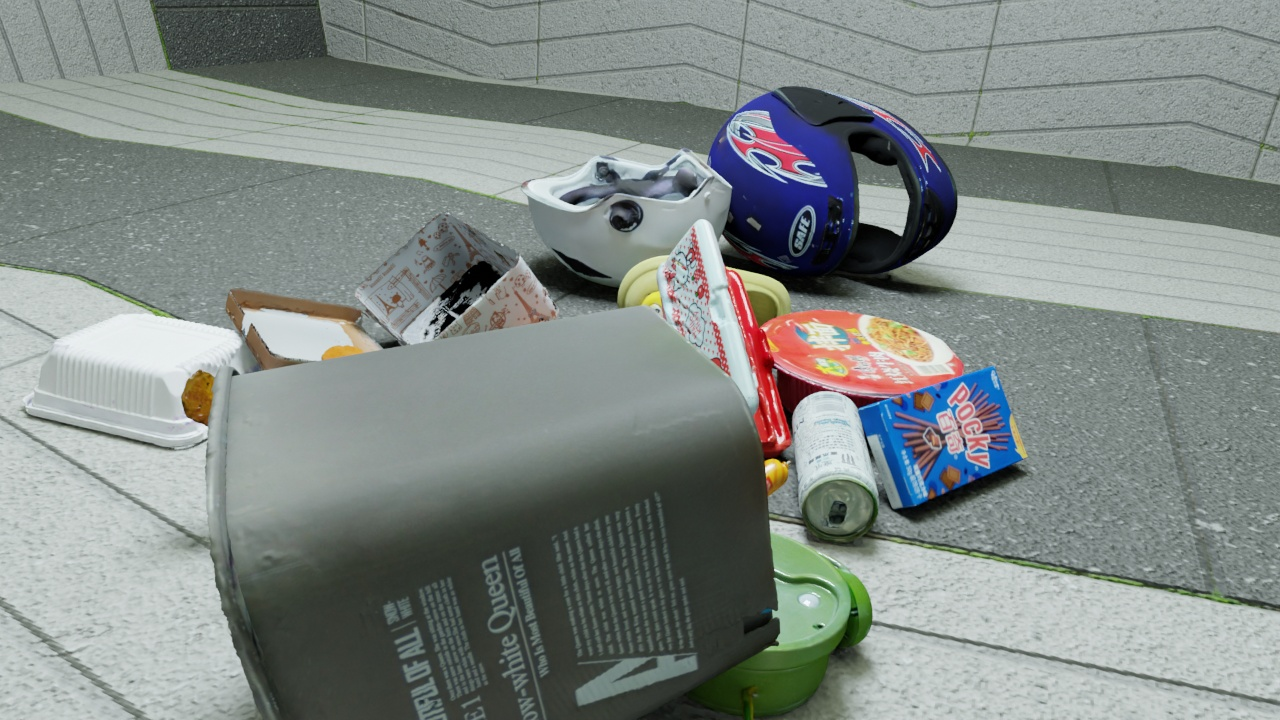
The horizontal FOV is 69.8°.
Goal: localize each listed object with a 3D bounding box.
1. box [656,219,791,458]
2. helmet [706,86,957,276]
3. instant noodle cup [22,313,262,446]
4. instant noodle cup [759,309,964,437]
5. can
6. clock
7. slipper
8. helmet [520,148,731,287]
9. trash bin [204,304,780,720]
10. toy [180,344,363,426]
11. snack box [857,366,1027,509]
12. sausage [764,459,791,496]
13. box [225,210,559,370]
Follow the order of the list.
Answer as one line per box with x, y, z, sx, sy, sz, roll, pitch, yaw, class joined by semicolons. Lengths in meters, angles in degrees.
0.075;-0.021;0.787;0.095;0.102;0.201;-1;56;-16;box
0.228;-0.224;1.222;0.239;0.248;0.315;-26;49;-33;helmet
-0.418;0.007;0.790;0.173;0.060;0.137;12;24;13;instant noodle cup
0.202;0.016;0.872;0.194;0.066;0.193;3;24;-1;instant noodle cup
0.151;0.079;0.724;0.058;0.058;0.146;6;24;4;can
0.072;0.149;0.555;0.116;0.056;0.160;22;29;34;clock
0.070;-0.057;0.990;0.190;0.092;0.081;6;28;0;slipper
-0.013;-0.169;1.162;0.258;0.146;0.229;-10;25;-9;helmet
-0.066;0.086;0.444;0.219;0.199;0.198;-16;28;-15;trash bin
-0.186;0.063;0.661;0.246;0.090;0.227;-8;52;-42;toy
0.253;0.061;0.758;0.156;0.084;0.026;-13;-8;-34;snack box
0.039;0.113;0.612;0.165;0.021;0.021;-34;38;-20;sausage
-0.229;-0.039;0.857;0.271;0.131;0.179;-22;34;-28;box
